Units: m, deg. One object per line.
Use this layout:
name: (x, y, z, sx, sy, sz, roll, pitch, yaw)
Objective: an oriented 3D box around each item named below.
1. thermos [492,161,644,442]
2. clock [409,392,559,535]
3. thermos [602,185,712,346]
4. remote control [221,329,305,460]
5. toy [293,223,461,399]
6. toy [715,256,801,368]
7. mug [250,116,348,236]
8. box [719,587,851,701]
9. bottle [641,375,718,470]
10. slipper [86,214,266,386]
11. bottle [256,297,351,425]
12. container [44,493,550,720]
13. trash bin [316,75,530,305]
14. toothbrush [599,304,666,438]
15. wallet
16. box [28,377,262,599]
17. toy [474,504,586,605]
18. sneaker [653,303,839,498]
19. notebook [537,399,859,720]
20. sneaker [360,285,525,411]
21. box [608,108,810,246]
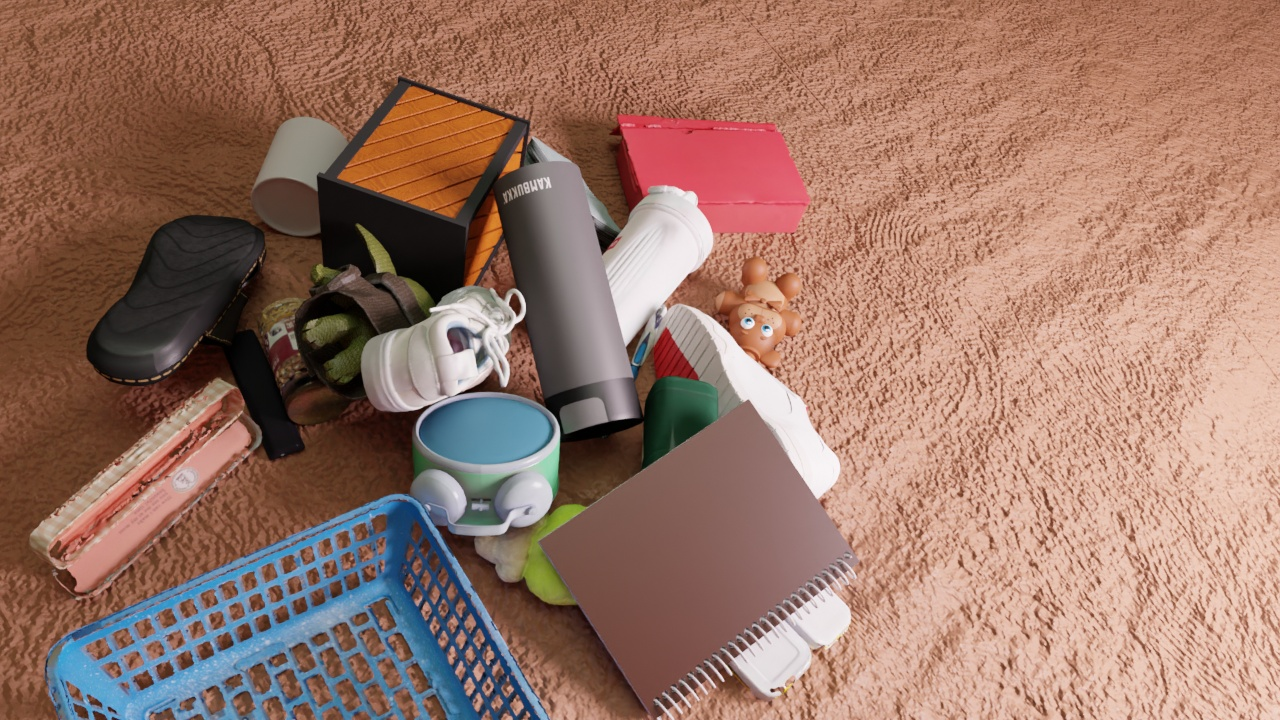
thermos: (-0.065, -0.050, 0.825, 0.082, 0.082, 0.240, -11, 82, -23)
clock: (-0.128, 0.093, 0.752, 0.122, 0.075, 0.161, 2, 27, -6)
thermos: (-0.002, -0.092, 0.950, 0.099, 0.100, 0.219, 30, 54, 10)
remote control: (-0.334, 0.028, 0.810, 0.032, 0.015, 0.136, -19, 59, -28)
toy: (-0.232, -0.026, 0.796, 0.179, 0.078, 0.152, 61, 19, -8)
toy: (0.122, -0.042, 0.962, 0.095, 0.065, 0.127, 19, 54, 3)
mug: (-0.334, -0.182, 0.950, 0.112, 0.079, 0.096, 29, 43, -30)
box: (0.075, 0.181, 0.793, 0.129, 0.036, 0.209, -31, 64, -37)
bottle: (0.034, 0.084, 0.798, 0.061, 0.061, 0.131, 11, 52, -10)
slipper: (-0.406, -0.053, 0.819, 0.113, 0.076, 0.267, 4, 35, -8)
bottle: (-0.300, 0.000, 0.816, 0.056, 0.056, 0.105, -15, 57, -26)
container: (-0.183, 0.289, 0.589, 0.256, 0.089, 0.362, -23, 60, -29)
trash bin: (-0.211, -0.157, 0.912, 0.140, 0.140, 0.171, 19, 49, 0)
toothbrush: (-0.005, 0.005, 0.917, 0.016, 0.017, 0.188, 22, 50, 4)
wallet: (-0.081, -0.177, 1.004, 0.131, 0.054, 0.100, 50, 16, 25)
box: (-0.375, 0.096, 0.709, 0.042, 0.083, 0.186, 22, 50, 18)
toy: (-0.078, 0.154, 0.759, 0.115, 0.046, 0.091, 15, 49, 6)
sneaker: (0.105, 0.041, 0.885, 0.104, 0.090, 0.236, 2, 40, -41)
notebook: (0.052, 0.158, 0.736, 0.208, 0.022, 0.171, -32, 85, -16)
sneaker: (-0.140, -0.014, 0.784, 0.091, 0.089, 0.241, -7, 12, 13)
box: (0.083, -0.219, 1.103, 0.214, 0.164, 0.153, -1, 8, -18)
